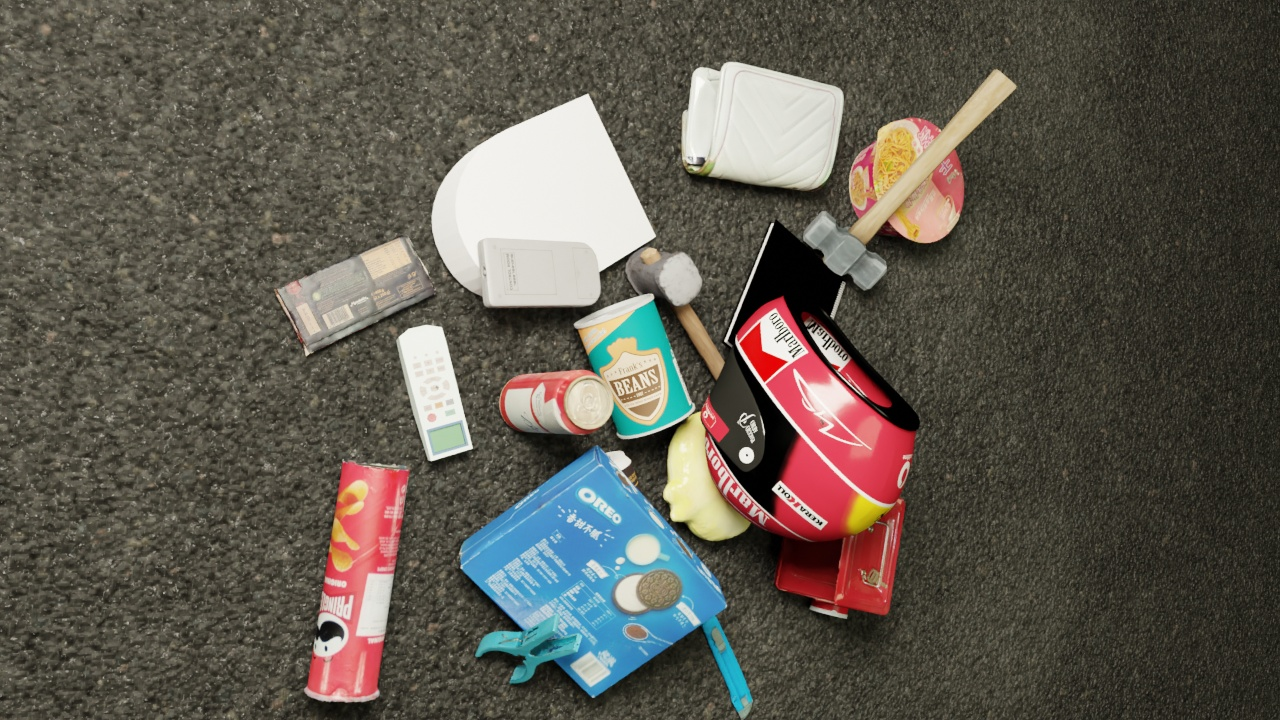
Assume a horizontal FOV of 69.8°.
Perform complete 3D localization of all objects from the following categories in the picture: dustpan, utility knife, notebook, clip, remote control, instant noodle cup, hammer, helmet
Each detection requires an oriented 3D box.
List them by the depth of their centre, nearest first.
[{"bbox_3d":[-0.227,0.034,1.001,0.049,0.024,0.143,-16,94,-30],"label":"remote control"},{"bbox_3d":[-0.114,0.331,1.015,0.031,0.130,0.121,-68,142,-54],"label":"clip"},{"bbox_3d":[-0.110,-0.096,1.020,0.150,0.019,0.074,-3,85,-40],"label":"remote control"},{"bbox_3d":[0.180,0.083,1.070,0.271,0.225,0.197,52,23,23],"label":"helmet"},{"bbox_3d":[-0.121,-0.176,1.075,0.256,0.053,0.191,-37,106,-38],"label":"dustpan"},{"bbox_3d":[0.090,-0.005,1.163,0.052,0.098,0.328,-41,116,-16],"label":"hammer"},{"bbox_3d":[0.099,0.366,1.187,0.031,0.015,0.225,-32,102,-32],"label":"utility knife"},{"bbox_3d":[0.361,-0.242,1.214,0.117,0.324,0.051,38,25,-5],"label":"hammer"},{"bbox_3d":[0.198,-0.067,1.237,0.149,0.016,0.206,37,61,-23],"label":"notebook"},{"bbox_3d":[0.379,-0.254,1.333,0.178,0.078,0.178,1,88,-29],"label":"instant noodle cup"}]

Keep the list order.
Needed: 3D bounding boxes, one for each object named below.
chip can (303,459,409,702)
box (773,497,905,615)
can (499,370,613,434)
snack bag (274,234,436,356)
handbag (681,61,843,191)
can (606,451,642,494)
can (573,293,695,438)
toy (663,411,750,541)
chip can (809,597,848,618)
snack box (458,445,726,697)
[{"bbox_3d":[-0.286,0.220,0.934,0.073,0.073,0.233,11,82,-29],"label":"chip can"},{"bbox_3d":[0.254,0.241,1.205,0.147,0.156,0.157,23,75,-33],"label":"box"},{"bbox_3d":[-0.094,0.046,0.994,0.067,0.170,0.067,2,86,-31],"label":"can"},{"bbox_3d":[-0.297,-0.072,0.968,0.154,0.018,0.074,-30,103,-28],"label":"snack bag"},{"bbox_3d":[0.157,-0.299,1.198,0.198,0.096,0.142,4,100,-31],"label":"handbag"},{"bbox_3d":[-0.028,0.178,1.085,0.071,0.072,0.128,-23,100,-29],"label":"can"},{"bbox_3d":[-0.006,0.006,1.087,0.099,0.099,0.144,-26,101,-28],"label":"can"},{"bbox_3d":[0.086,0.148,1.157,0.154,0.065,0.170,-27,102,-34],"label":"toy"},{"bbox_3d":[0.282,0.244,1.274,0.051,0.052,0.214,19,79,-28],"label":"chip can"},{"bbox_3d":[-0.051,0.239,1.025,0.196,0.056,0.239,-36,109,9],"label":"snack box"}]
